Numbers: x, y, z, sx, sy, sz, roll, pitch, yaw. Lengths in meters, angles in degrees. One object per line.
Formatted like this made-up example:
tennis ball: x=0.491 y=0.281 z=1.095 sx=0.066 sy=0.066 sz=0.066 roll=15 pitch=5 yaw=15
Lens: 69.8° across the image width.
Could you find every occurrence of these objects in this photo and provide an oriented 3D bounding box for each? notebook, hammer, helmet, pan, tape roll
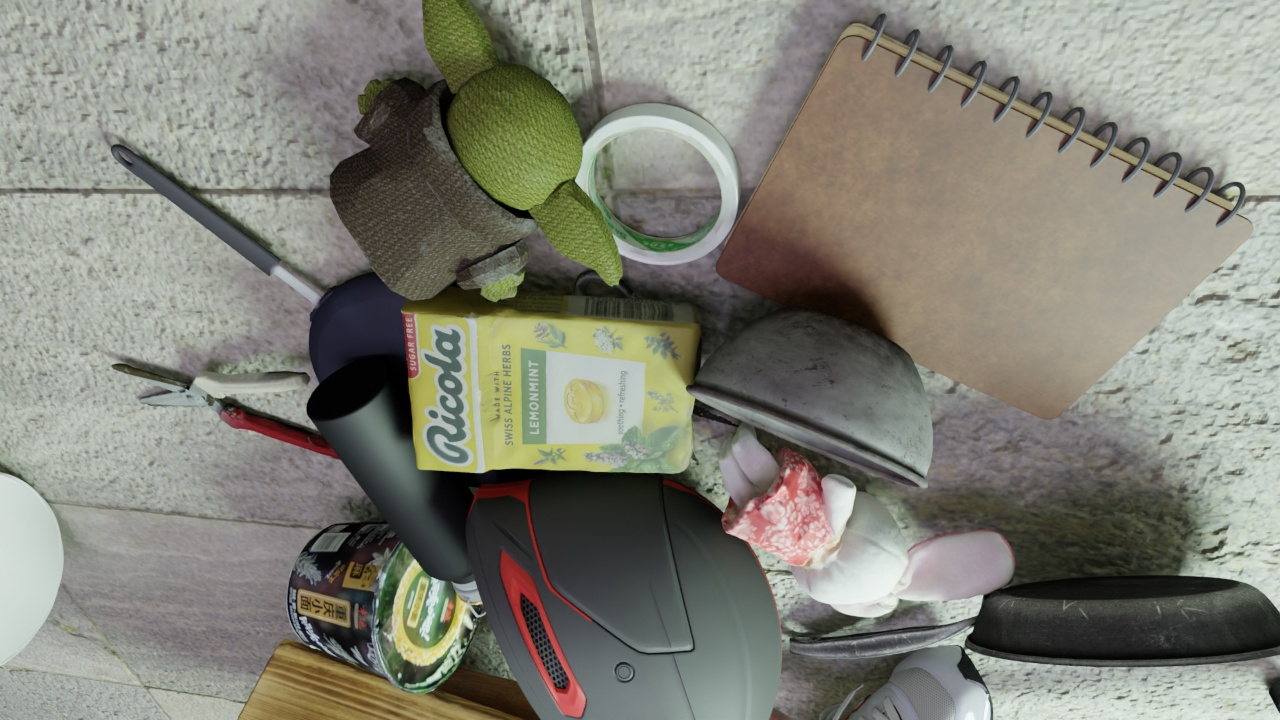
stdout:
notebook: x=0.175 y=-0.067 z=0.492 sx=0.225 sy=0.024 sz=0.168 roll=23 pitch=132 yaw=-5
hammer: x=0.342 y=0.334 z=0.687 sx=0.334 sy=0.117 sz=0.025 roll=-24 pitch=118 yaw=21
helmet: x=0.007 y=0.177 z=0.640 sx=0.170 sy=0.164 sz=0.264 roll=-26 pitch=87 yaw=5
hammer: x=-0.127 y=0.299 z=0.825 sx=0.301 sy=0.037 sz=0.158 roll=-1 pitch=130 yaw=34
pan: x=-0.202 y=-0.025 z=0.626 sx=0.356 sy=0.021 sz=0.199 roll=39 pitch=132 yaw=-15
tape roll: x=0.009 y=-0.097 z=0.516 sx=0.094 sy=0.018 sz=0.094 roll=8 pitch=130 yaw=9
pan: x=0.245 y=0.185 z=0.638 sx=0.187 sy=0.055 sz=0.358 roll=4 pitch=167 yaw=-43

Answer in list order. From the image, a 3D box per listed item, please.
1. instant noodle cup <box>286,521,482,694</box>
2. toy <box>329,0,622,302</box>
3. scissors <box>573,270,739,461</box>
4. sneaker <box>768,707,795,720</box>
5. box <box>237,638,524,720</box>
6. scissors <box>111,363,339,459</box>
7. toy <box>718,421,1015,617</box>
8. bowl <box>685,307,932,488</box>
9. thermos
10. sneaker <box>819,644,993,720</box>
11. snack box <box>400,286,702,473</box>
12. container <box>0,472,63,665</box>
instant noodle cup: x=-0.210 y=0.189 z=0.749 sx=0.112 sy=0.136 sz=0.137 roll=2 pitch=130 yaw=27
toy: x=-0.098 y=-0.100 z=0.502 sx=0.153 sy=0.078 sz=0.179 roll=-26 pitch=103 yaw=32
scissors: x=-0.014 y=0.007 z=0.612 sx=0.169 sy=0.012 sz=0.158 roll=2 pitch=130 yaw=14
sneaker: x=0.040 y=0.258 z=0.761 sx=0.241 sy=0.087 sz=0.118 roll=19 pitch=148 yaw=28
box: x=-0.217 y=0.439 z=0.795 sx=0.279 sy=0.262 sz=0.270 roll=14 pitch=148 yaw=6
scissors: x=-0.308 y=0.032 z=0.706 sx=0.195 sy=0.015 sz=0.180 roll=34 pitch=140 yaw=-19
toy: x=0.128 y=0.116 z=0.618 sx=0.194 sy=0.084 sz=0.160 roll=34 pitch=141 yaw=-11
bowl: x=0.105 y=0.015 z=0.527 sx=0.145 sy=0.067 sz=0.145 roll=23 pitch=176 yaw=1
thermos: x=-0.154 y=0.104 z=0.666 sx=0.061 sy=0.061 sz=0.231 roll=-8 pitch=129 yaw=21
sneaker: x=0.181 y=0.318 z=0.741 sx=0.124 sy=0.088 sz=0.240 roll=-7 pitch=137 yaw=-19
snack box: x=-0.052 y=0.017 z=0.574 sx=0.181 sy=0.045 sz=0.121 roll=3 pitch=123 yaw=-2
container: x=-0.674 y=0.191 z=0.831 sx=0.187 sy=0.188 sz=0.189 roll=-1 pitch=128 yaw=15
